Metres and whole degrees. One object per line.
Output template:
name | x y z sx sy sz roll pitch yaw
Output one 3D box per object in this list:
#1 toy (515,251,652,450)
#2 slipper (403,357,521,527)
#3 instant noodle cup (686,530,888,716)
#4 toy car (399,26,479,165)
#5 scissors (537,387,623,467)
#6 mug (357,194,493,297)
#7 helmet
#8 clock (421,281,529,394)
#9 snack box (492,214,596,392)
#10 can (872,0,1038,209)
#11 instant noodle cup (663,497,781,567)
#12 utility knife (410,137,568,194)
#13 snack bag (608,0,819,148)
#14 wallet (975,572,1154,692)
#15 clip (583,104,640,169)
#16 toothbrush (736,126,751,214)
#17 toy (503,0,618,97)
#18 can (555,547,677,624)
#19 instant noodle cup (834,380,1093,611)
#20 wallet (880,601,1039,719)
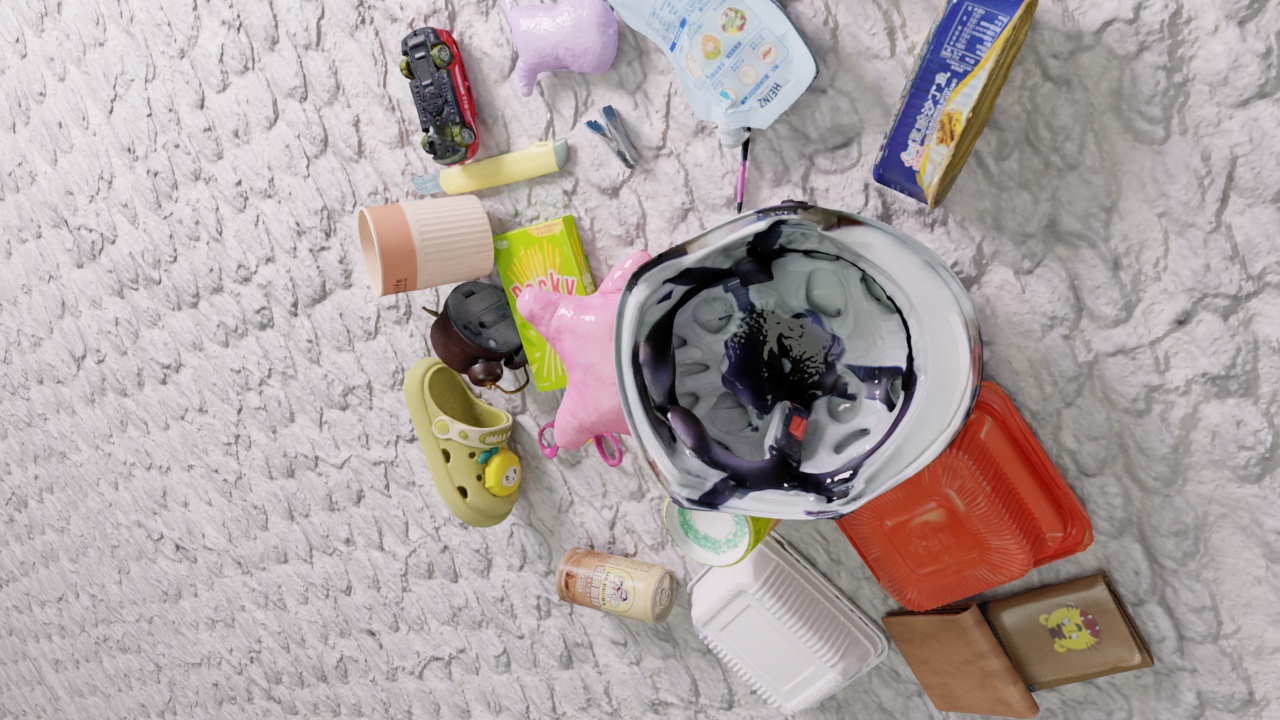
toy | -0.005 0.005 0.807 0.178 0.074 0.195 -14 104 7
slipper | -0.175 0.081 0.945 0.082 0.091 0.190 -21 96 32
instant noodle cup | 0.128 0.256 0.867 0.173 0.060 0.138 42 125 6
toy car | -0.177 -0.238 0.829 0.053 0.045 0.120 -3 104 33
scissors | -0.068 0.054 0.916 0.131 0.017 0.133 -28 91 34
mug | -0.205 -0.111 0.860 0.114 0.105 0.082 26 125 61
helmet | 0.116 -0.001 0.700 0.259 0.145 0.229 -15 92 14
clock | -0.151 -0.020 0.890 0.122 0.081 0.055 50 130 3
snack box | -0.080 -0.052 0.862 0.086 0.026 0.156 -10 104 27
can | 0.209 -0.179 0.617 0.049 0.074 0.148 30 122 19
instant noodle cup | 0.080 0.114 0.790 0.112 0.123 0.112 12 117 25
utility knife | -0.144 -0.176 0.853 0.188 0.020 0.031 -6 104 25
snack bag | 0.046 -0.254 0.688 0.191 0.038 0.111 52 130 5
wallet | 0.341 0.225 0.749 0.116 0.033 0.090 -28 95 32
clip | -0.020 -0.186 0.775 0.045 0.027 0.058 -32 94 28
toothbrush | 0.088 -0.205 0.712 0.018 0.014 0.189 10 117 16
toy | -0.065 -0.263 0.757 0.108 0.038 0.084 4 114 29
can | -0.026 0.230 0.943 0.116 0.058 0.058 6 114 28
instant noodle cup | 0.235 0.122 0.733 0.189 0.078 0.164 -34 93 36
wallet | 0.268 0.256 0.783 0.101 0.020 0.115 59 150 2
